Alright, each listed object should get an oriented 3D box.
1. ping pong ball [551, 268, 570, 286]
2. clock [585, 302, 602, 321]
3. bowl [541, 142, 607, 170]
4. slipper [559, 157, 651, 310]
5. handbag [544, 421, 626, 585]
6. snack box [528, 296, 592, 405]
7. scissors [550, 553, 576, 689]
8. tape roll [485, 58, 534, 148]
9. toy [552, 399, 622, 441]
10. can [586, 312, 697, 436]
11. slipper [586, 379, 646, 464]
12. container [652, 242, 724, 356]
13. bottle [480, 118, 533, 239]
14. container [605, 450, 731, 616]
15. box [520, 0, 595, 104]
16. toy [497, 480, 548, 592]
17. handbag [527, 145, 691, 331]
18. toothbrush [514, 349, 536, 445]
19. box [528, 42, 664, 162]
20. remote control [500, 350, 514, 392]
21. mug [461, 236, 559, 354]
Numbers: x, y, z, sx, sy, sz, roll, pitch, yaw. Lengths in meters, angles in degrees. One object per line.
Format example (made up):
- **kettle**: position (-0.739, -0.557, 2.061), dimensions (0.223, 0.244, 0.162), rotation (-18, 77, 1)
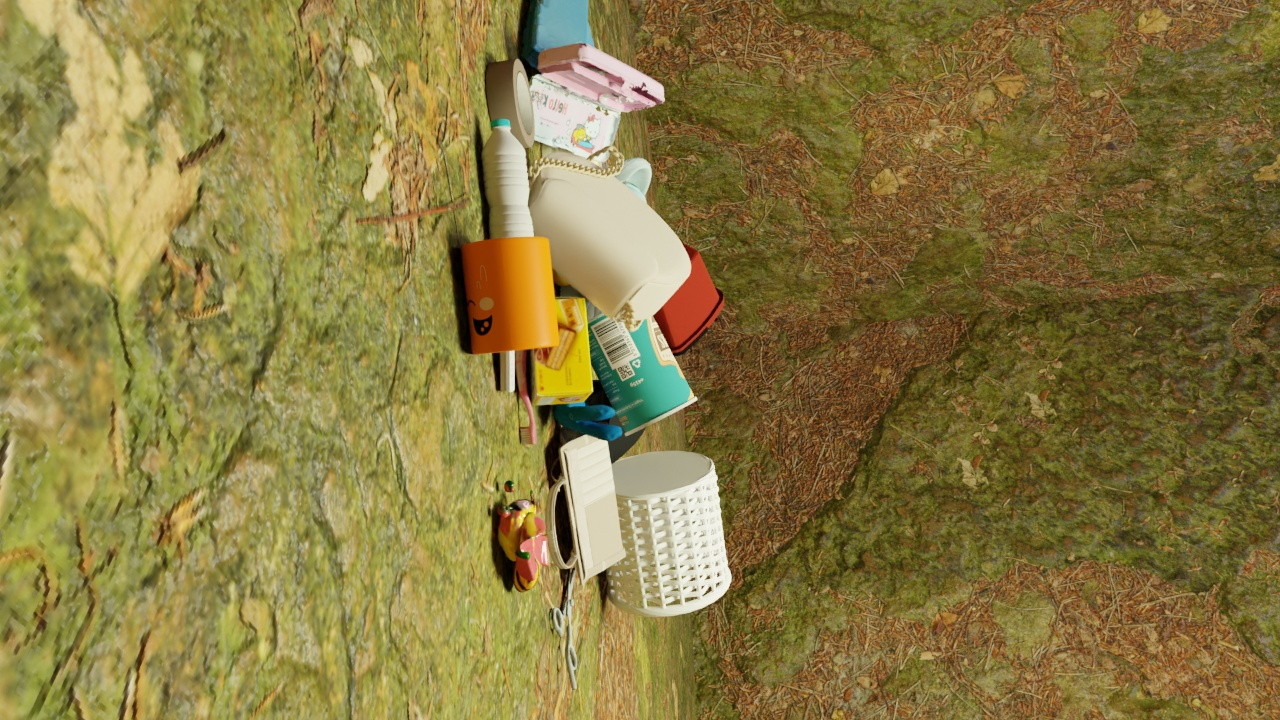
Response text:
- **ping pong ball**: position (-0.099, -0.117, 1.198), dimensions (0.040, 0.040, 0.040), rotation (-4, 89, -84)
- **clock**: position (-0.069, -0.069, 1.353), dimensions (0.103, 0.056, 0.148), rotation (-65, 155, -60)
- **bowl**: position (-0.087, -0.265, 1.291), dimensions (0.150, 0.075, 0.150), rotation (-5, 89, -84)
- **slipper**: position (-0.037, -0.163, 1.274), dimensions (0.245, 0.074, 0.104), rotation (-65, 167, -11)
- **handbag**: position (-0.076, 0.181, 1.087), dimensions (0.197, 0.062, 0.175), rotation (-38, 121, -76)
- **snack box**: position (-0.090, -0.009, 1.000), dimensions (0.084, 0.061, 0.105), rotation (135, -49, -76)
- **scissors**: position (-0.082, 0.302, 1.075), dimensions (0.153, 0.014, 0.131), rotation (-16, 91, -82)
- **tape roll**: position (-0.141, -0.279, 1.002), dimensions (0.093, 0.030, 0.093), rotation (-4, 89, -84)
- **toy**: position (-0.075, 0.050, 1.105), dimensions (0.176, 0.071, 0.113), rotation (-125, -159, -59)
- **can**: position (-0.007, 0.007, 1.133), dimensions (0.144, 0.099, 0.099), rotation (63, 6, 2)
- **slipper**: position (-0.042, 0.054, 1.309), dimensions (0.083, 0.108, 0.266), rotation (42, -32, 23)
- **container**: position (0.034, -0.078, 1.250), dimensions (0.126, 0.148, 0.201), rotation (-49, 147, -18)
- **bottle**: position (-0.133, -0.170, 0.913), dimensions (0.044, 0.044, 0.136), rotation (-13, 97, -84)
- **container**: position (0.031, 0.254, 1.373), dimensions (0.189, 0.189, 0.187), rotation (-71, 153, -75)
- **box**: position (-0.090, -0.434, 1.255), dimensions (0.175, 0.060, 0.231), rotation (45, 32, -44)
- **toy**: position (-0.108, 0.168, 0.854), dimensions (0.084, 0.046, 0.103), rotation (-113, -163, -62)
- **handbag**: position (-0.039, -0.148, 1.048), dimensions (0.210, 0.104, 0.208), rotation (41, 26, -3)
- **toothbrush**: position (-0.124, 0.023, 0.970), dimensions (0.021, 0.016, 0.135), rotation (54, 29, -79)
- **box**: position (-0.059, -0.314, 1.150), dimensions (0.201, 0.111, 0.101), rotation (0, 91, -60)
- **remote control**: position (-0.131, -0.034, 0.896), dimensions (0.033, 0.012, 0.131), rotation (-106, -164, -87)
- **mug**: position (-0.122, -0.056, 0.831), dimensions (0.113, 0.077, 0.096), rotation (178, -94, -68)
